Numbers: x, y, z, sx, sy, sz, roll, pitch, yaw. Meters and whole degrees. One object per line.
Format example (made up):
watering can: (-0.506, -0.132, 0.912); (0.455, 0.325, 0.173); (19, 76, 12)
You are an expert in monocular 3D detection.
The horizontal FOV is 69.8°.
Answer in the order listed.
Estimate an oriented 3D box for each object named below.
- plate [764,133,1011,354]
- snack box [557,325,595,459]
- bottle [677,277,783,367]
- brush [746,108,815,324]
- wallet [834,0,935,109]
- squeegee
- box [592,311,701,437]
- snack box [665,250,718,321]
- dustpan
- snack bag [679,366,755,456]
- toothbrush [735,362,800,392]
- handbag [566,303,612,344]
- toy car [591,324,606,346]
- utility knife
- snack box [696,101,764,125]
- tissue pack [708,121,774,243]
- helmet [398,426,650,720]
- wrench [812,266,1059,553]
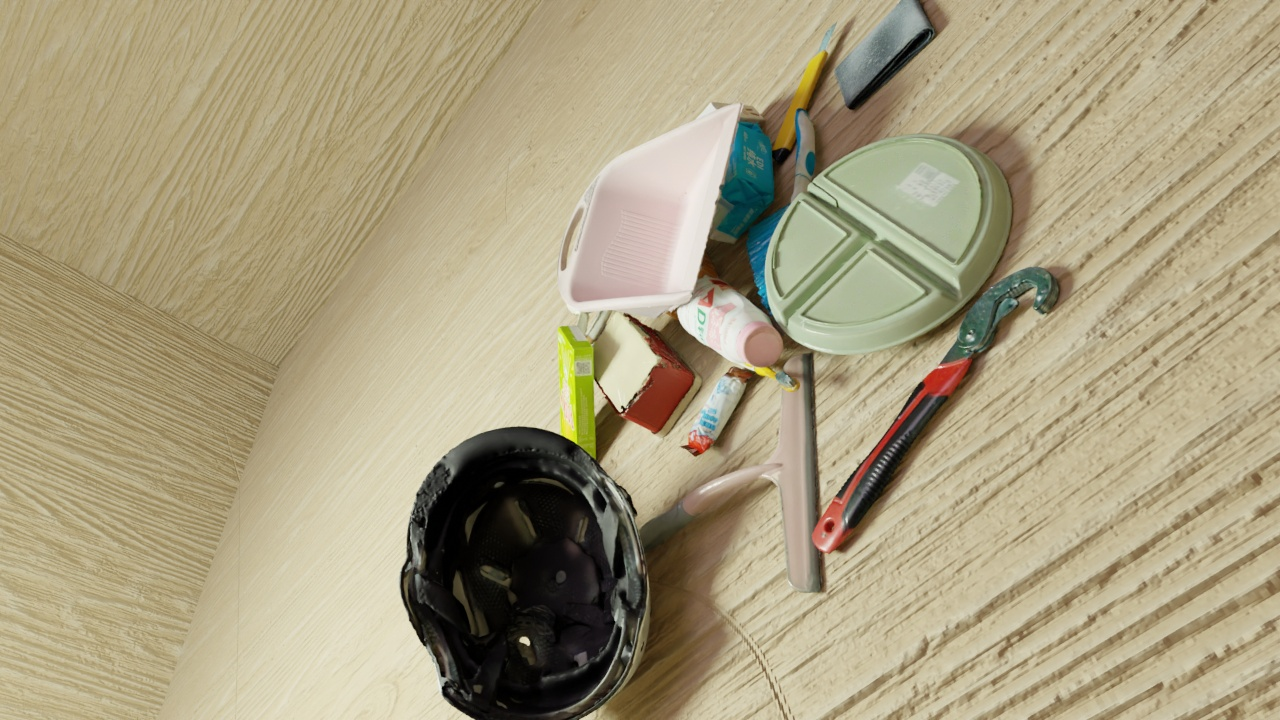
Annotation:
plate: (0.207, -0.109, 0.809); (0.231, 0.027, 0.229); (-24, 48, 29)
snack box: (-0.077, 0.044, 1.111); (0.085, 0.026, 0.156); (-129, 36, -62)
bottle: (0.091, -0.035, 0.920); (0.068, 0.068, 0.197); (-56, 18, 6)
brush: (0.162, -0.163, 0.978); (0.110, 0.060, 0.313); (-38, 32, 26)
wallet: (0.267, -0.343, 1.017); (0.121, 0.019, 0.097); (-42, 29, 33)
squeegee: (0.060, 0.136, 0.862); (0.250, 0.040, 0.247); (-37, 34, 39)
box: (-0.006, 0.006, 1.061); (0.091, 0.080, 0.168); (-56, 27, 9)
snack box: (0.049, -0.117, 1.151); (0.075, 0.026, 0.153); (-50, 28, 20)
dustpan: (-0.009, -0.154, 1.024); (0.274, 0.139, 0.222); (128, 158, -72)
snack bag: (0.077, 0.051, 0.928); (0.104, 0.026, 0.048); (-59, 23, -5)
toothbrush: (0.113, 0.004, 0.898); (0.016, 0.018, 0.191); (-49, 18, 0)
handbag: (-0.045, -0.095, 1.206); (0.164, 0.063, 0.178); (-14, 53, 65)
toy car: (-0.068, -0.014, 1.240); (0.091, 0.034, 0.042); (-42, 34, 33)
utility knife: (0.201, -0.323, 1.108); (0.033, 0.015, 0.195); (9, 74, 63)
snack box: (0.094, -0.279, 1.138); (0.085, 0.027, 0.156); (-44, -8, 27)
tissue pack: (0.114, -0.212, 1.089); (0.090, 0.063, 0.139); (-47, 29, 41)
helmet: (-0.096, 0.213, 0.881); (0.230, 0.157, 0.273); (-24, 63, 0)
wrench: (0.220, 0.039, 0.710); (0.274, 0.016, 0.056); (-53, 27, 11)
